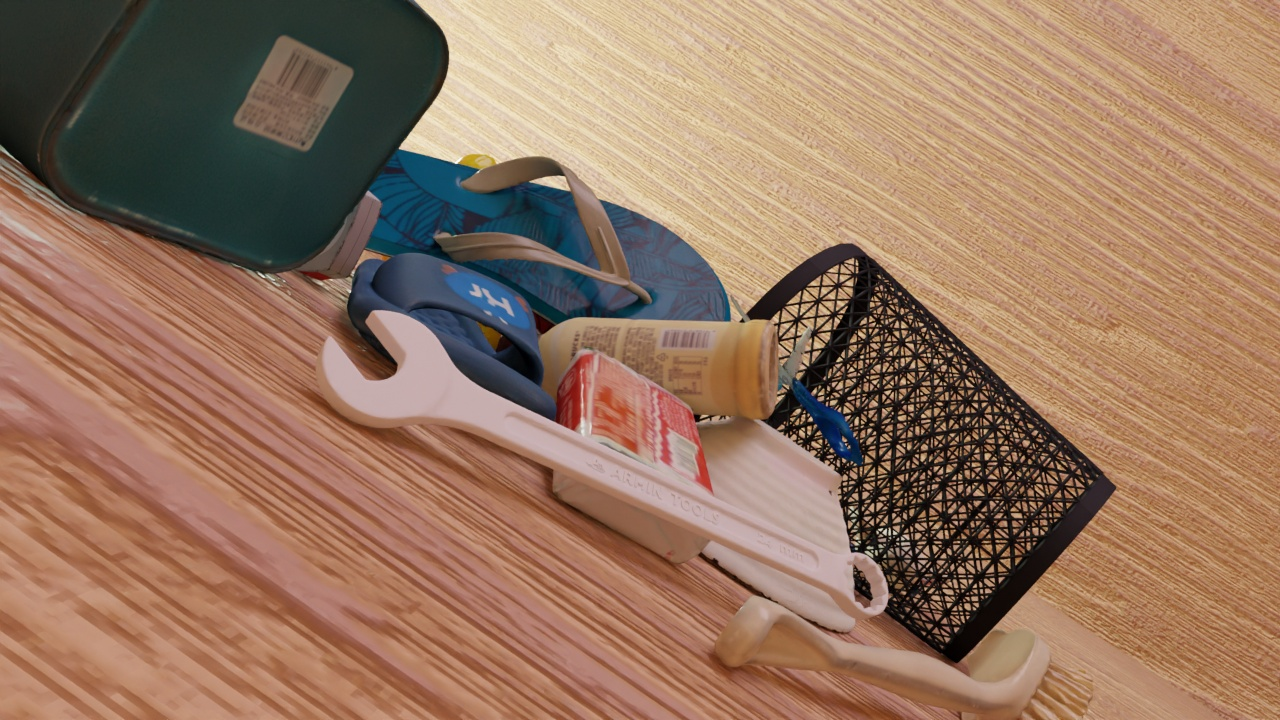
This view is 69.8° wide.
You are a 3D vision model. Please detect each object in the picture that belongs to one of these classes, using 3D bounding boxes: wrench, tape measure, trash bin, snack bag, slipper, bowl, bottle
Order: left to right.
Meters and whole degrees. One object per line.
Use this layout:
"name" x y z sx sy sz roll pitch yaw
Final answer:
"trash bin" -0.232 -0.174 0.439 0.218 0.197 0.199 41 8 24
"tape measure" -0.181 -0.079 0.522 0.062 0.060 0.020 34 4 24
"slipper" -0.105 -0.025 0.488 0.103 0.059 0.214 29 3 -31
"slipper" -0.075 -0.087 0.591 0.295 0.118 0.060 19 -38 -2
"snack bag" -0.004 0.042 0.450 0.077 0.036 0.115 32 18 -16
"bottle" -0.003 0.003 0.535 0.162 0.056 0.056 2 -5 16
"wrench" -0.001 0.052 0.379 0.273 0.009 0.047 27 50 -21
"bowl" 0.070 0.078 0.548 0.177 0.071 0.177 34 4 -3
"trash bin" 0.186 0.072 0.674 0.243 0.217 0.216 42 7 24

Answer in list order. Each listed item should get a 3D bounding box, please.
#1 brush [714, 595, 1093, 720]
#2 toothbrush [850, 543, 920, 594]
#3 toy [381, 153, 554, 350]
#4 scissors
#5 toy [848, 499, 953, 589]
"brush" 0.126 0.139 0.406 0.272 0.062 0.077 25 3 -41
"toothbrush" 0.183 0.160 0.872 0.190 0.017 0.016 34 3 15
"toy" -0.068 -0.048 0.657 0.216 0.147 0.099 32 -24 3
"scissors" 0.091 0.015 0.555 0.133 0.014 0.128 55 -21 22
"toy" 0.217 0.168 0.801 0.112 0.050 0.087 30 3 -3
